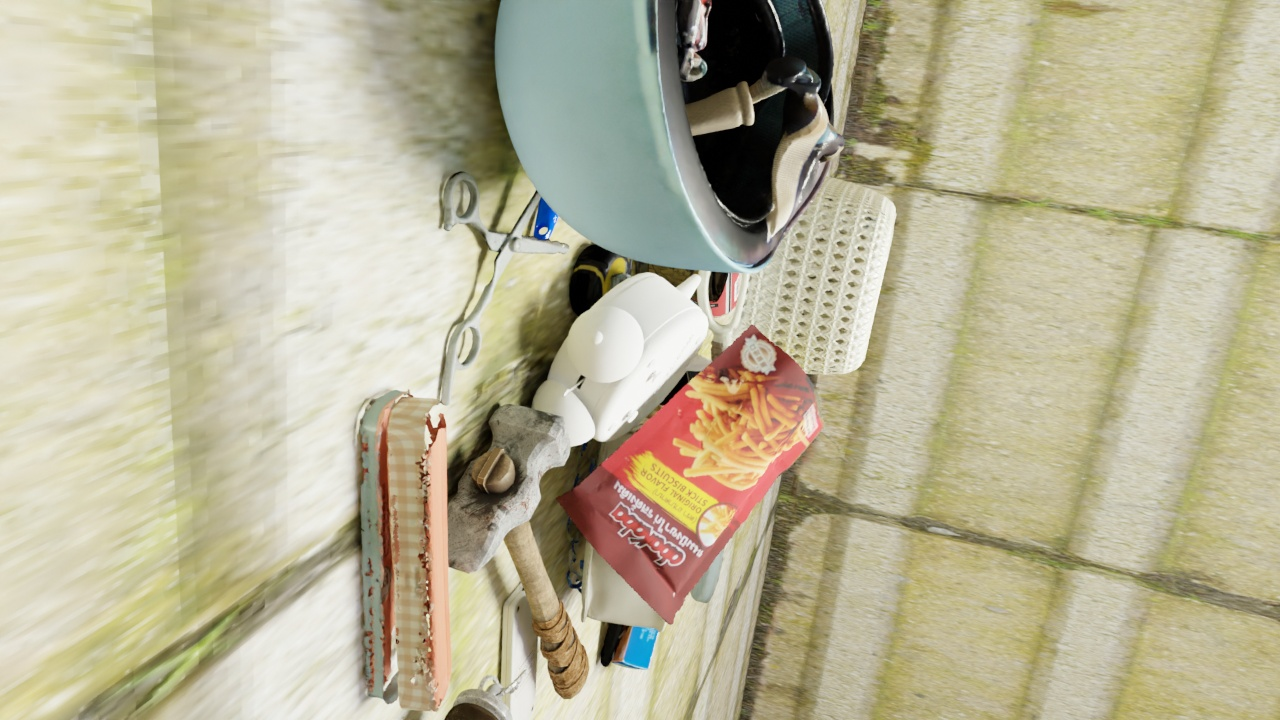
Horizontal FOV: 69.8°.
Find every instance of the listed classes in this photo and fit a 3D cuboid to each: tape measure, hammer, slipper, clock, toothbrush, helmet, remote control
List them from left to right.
[{"bbox_3d":[-0.135,0.275,0.480,0.325,0.079,0.177,-56,154,-55],"label":"hammer"},{"bbox_3d":[-0.096,0.238,0.728,0.050,0.011,0.136,-45,142,-65],"label":"remote control"},{"bbox_3d":[-0.074,0.168,0.667,0.319,0.049,0.121,81,28,-48],"label":"hammer"},{"bbox_3d":[-0.043,-0.160,0.611,0.018,0.016,0.182,63,41,-75],"label":"toothbrush"},{"bbox_3d":[-0.027,-0.058,0.702,0.061,0.034,0.062,-26,124,-62],"label":"tape measure"},{"bbox_3d":[-0.004,0.004,0.683,0.160,0.073,0.126,-25,152,-55],"label":"clock"},{"bbox_3d":[0.013,-0.155,0.504,0.264,0.167,0.226,-61,139,-53],"label":"helmet"},{"bbox_3d":[0.068,0.172,0.964,0.268,0.054,0.098,-100,-155,-71],"label":"slipper"}]

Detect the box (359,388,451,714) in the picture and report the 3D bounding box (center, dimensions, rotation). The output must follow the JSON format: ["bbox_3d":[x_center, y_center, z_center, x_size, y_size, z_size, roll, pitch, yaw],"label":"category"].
[{"bbox_3d":[-0.117,0.105,0.483,0.059,0.056,0.187,-15,119,-38],"label":"box"}]

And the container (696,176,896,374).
[{"bbox_3d":[0.147,-0.084,0.830,0.245,0.143,0.185,-44,144,-67],"label":"container"}]

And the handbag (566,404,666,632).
[{"bbox_3d":[-0.018,0.125,0.827,0.199,0.093,0.201,-101,-162,-74],"label":"handbag"}]

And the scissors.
[{"bbox_3d":[-0.083,-0.055,0.535,0.174,0.014,0.141,-71,157,-9],"label":"scissors"}]

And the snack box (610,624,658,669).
[{"bbox_3d":[0.007,0.274,1.050,0.087,0.034,0.151,123,-15,-69],"label":"snack box"}]

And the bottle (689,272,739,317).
[{"bbox_3d":[0.077,-0.128,0.993,0.177,0.062,0.062,85,22,-48],"label":"bottle"}]

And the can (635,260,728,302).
[{"bbox_3d":[0.045,-0.105,0.865,0.089,0.075,0.090,12,89,-75],"label":"can"}]

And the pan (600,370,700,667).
[{"bbox_3d":[0.019,0.175,0.954,0.204,0.044,0.356,-100,-157,-68],"label":"pan"}]

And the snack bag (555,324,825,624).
[{"bbox_3d":[0.048,0.083,0.713,0.207,0.067,0.139,-44,113,-10],"label":"snack bag"}]
